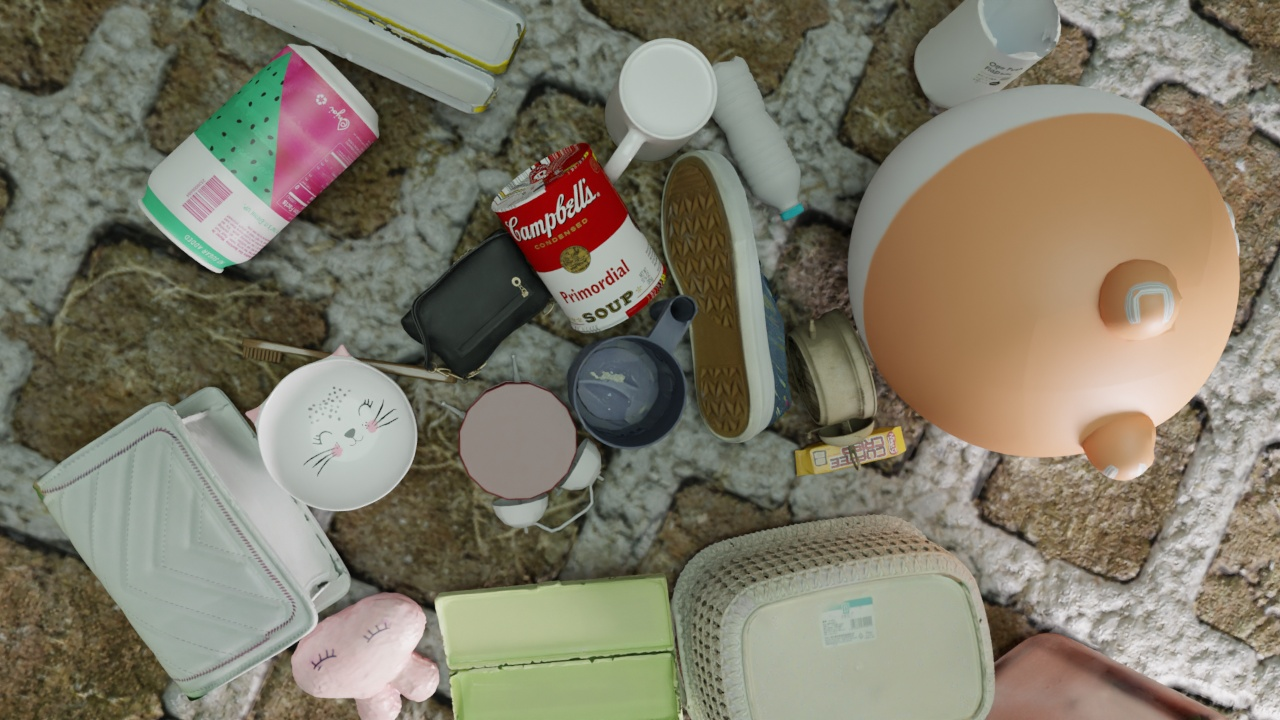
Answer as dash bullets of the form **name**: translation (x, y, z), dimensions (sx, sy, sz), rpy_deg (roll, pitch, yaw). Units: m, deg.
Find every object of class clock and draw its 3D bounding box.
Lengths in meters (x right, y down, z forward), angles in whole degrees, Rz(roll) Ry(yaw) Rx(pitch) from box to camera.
- **clock**: translation (0.156, 0.027, 0.750), dimensions (0.054, 0.093, 0.141), rpy_deg (-18, 101, -1)
- **clock**: translation (-0.092, 0.072, 0.732), dimensions (0.096, 0.048, 0.137), rpy_deg (-34, 97, -6)

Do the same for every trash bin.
- **trash bin**: translation (0.353, 0.341, 0.706), dimensions (0.181, 0.260, 0.157), rpy_deg (-34, 95, -6)

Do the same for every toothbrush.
- **toothbrush**: translation (-0.229, 0.002, 0.726), dimensions (0.167, 0.016, 0.016), rpy_deg (9, 90, -8)

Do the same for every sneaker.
- **sneaker**: translation (0.081, -0.055, 0.742), dimensions (0.079, 0.088, 0.235), rpy_deg (-10, 90, -40)

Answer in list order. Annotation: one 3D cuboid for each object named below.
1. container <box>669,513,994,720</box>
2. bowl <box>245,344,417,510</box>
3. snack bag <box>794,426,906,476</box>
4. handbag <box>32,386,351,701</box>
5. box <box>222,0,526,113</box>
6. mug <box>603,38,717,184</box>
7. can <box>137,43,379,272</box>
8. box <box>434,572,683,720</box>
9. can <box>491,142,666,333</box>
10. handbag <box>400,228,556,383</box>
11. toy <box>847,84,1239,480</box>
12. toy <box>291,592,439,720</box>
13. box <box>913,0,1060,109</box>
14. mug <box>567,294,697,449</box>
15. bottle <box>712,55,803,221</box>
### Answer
- **container**: translation (0.153, 0.224, 0.729), dimensions (0.251, 0.143, 0.184), rpy_deg (-8, 85, -8)
- **bowl**: translation (-0.230, 0.054, 0.708), dimensions (0.114, 0.050, 0.114), rpy_deg (-1, 94, -11)
- **snack bag**: translation (0.181, 0.078, 0.788), dimensions (0.099, 0.020, 0.026), rpy_deg (-12, 95, -8)
- **handbag**: translation (-0.328, 0.135, 0.680), dimensions (0.142, 0.096, 0.198), rpy_deg (-30, 97, 8)
- **box**: translation (-0.198, -0.264, 0.695), dimensions (0.209, 0.046, 0.127), rpy_deg (23, 57, -9)
- **mug**: translation (0.004, -0.185, 0.714), dimensions (0.074, 0.090, 0.110), rpy_deg (34, 87, -9)
- **can**: translation (-0.277, -0.148, 0.675), dimensions (0.166, 0.088, 0.088), rpy_deg (-45, 98, -4)
- **box**: translation (-0.064, 0.238, 0.734), dimensions (0.187, 0.030, 0.138), rpy_deg (-8, 99, 4)
- **can**: translation (-0.045, -0.092, 0.697), dimensions (0.086, 0.086, 0.116), rpy_deg (-36, 115, -6)
- **handbag**: translation (-0.125, -0.042, 0.721), dimensions (0.128, 0.054, 0.079), rpy_deg (-44, 102, -7)
- **toy**: translation (0.293, -0.056, 0.666), dimensions (0.266, 0.280, 0.263), rpy_deg (-12, 125, 3)
- **toy**: translation (-0.210, 0.238, 0.724), dimensions (0.108, 0.053, 0.105), rpy_deg (-34, 112, -7)
- **box**: translation (0.283, -0.269, 0.718), dimensions (0.084, 0.166, 0.094), rpy_deg (5, 80, -14)
- **mug**: translation (-0.004, 0.004, 0.714), dimensions (0.084, 0.104, 0.124), rpy_deg (31, 87, -8)
- **bottle**: translation (0.095, -0.179, 0.751), dimensions (0.044, 0.044, 0.136), rpy_deg (-29, 96, -6)
